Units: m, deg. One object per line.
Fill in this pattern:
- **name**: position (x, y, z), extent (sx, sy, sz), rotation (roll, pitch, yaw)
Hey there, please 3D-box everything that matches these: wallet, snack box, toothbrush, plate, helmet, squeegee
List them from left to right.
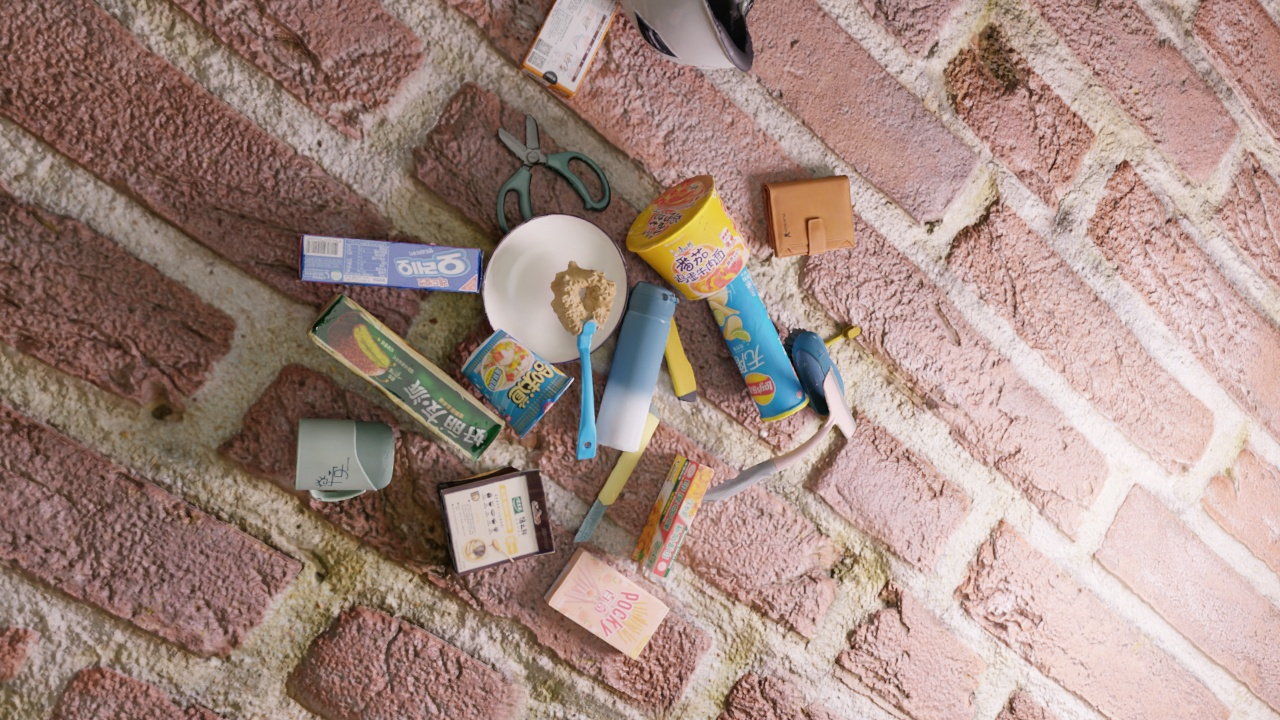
- **snack box**: position (-0.294, -0.113, 1.086), extent (0.207, 0.058, 0.057), rotation (2, 94, -21)
- **snack box**: position (-0.275, 0.018, 1.074), extent (0.240, 0.114, 0.063), rotation (41, 81, -19)
- **snack box**: position (-0.183, 0.200, 1.158), extent (0.125, 0.053, 0.113), rotation (-12, 98, -20)
- **plate**: position (-0.110, -0.091, 1.159), extent (0.192, 0.039, 0.192), rotation (-6, 106, -22)
- **snack box**: position (-0.085, -0.416, 1.156), extent (0.075, 0.026, 0.153), rotation (27, 84, -20)
- **snack box**: position (-0.044, 0.327, 1.236), extent (0.157, 0.026, 0.084), rotation (38, 81, -19)
- **snack box**: position (0.043, 0.207, 1.231), extent (0.027, 0.077, 0.155), rotation (26, 85, -21)
- **helmet**: position (0.042, -0.481, 1.118), extent (0.157, 0.229, 0.274), rotation (-4, 100, 22)
- **squeegee**: position (0.188, 0.134, 1.264), extent (0.250, 0.040, 0.247), rotation (-34, 151, 5)
- **toothbrush**: position (0.239, -0.005, 1.319), extent (0.189, 0.017, 0.016), rotation (-27, 104, -17)
- **wallet**: position (0.240, -0.203, 1.297), extent (0.131, 0.031, 0.108), rotation (-9, 96, -19)

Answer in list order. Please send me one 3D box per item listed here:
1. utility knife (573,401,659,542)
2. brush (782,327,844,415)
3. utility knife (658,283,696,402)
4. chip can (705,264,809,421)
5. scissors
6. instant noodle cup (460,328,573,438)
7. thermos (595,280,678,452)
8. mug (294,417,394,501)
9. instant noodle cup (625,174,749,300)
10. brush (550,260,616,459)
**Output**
- **utility knife**: position (-0.029, 0.153, 1.231), extent (0.031, 0.022, 0.212), rotation (33, 76, -19)
- **brush**: position (0.249, 0.021, 1.281), extent (0.055, 0.073, 0.144), rotation (-37, 124, -16)
- **utility knife**: position (0.044, -0.021, 1.245), extent (0.033, 0.015, 0.170), rotation (-21, 100, -24)
- **chip can**: position (0.155, -0.025, 1.247), extent (0.071, 0.071, 0.210), rotation (-28, 99, -16)
- **scissors**: position (-0.128, -0.213, 1.162), extent (0.170, 0.019, 0.180), rotation (35, 83, -21)
- **instant noodle cup**: position (-0.152, 0.021, 1.100), extent (0.110, 0.099, 0.099), rotation (42, 79, -4)
- **thermos**: position (-0.007, 0.007, 1.198), extent (0.070, 0.070, 0.220), rotation (14, 92, -21)
- **mug**: position (-0.350, 0.122, 1.080), extent (0.106, 0.082, 0.112), rotation (4, 123, -22)
- **instant noodle cup**: position (0.068, -0.153, 1.185), extent (0.138, 0.138, 0.110), rotation (-48, 117, -11)
- **brush**: position (-0.070, 0.002, 1.148), extent (0.083, 0.046, 0.255), rotation (-5, 102, -24)
